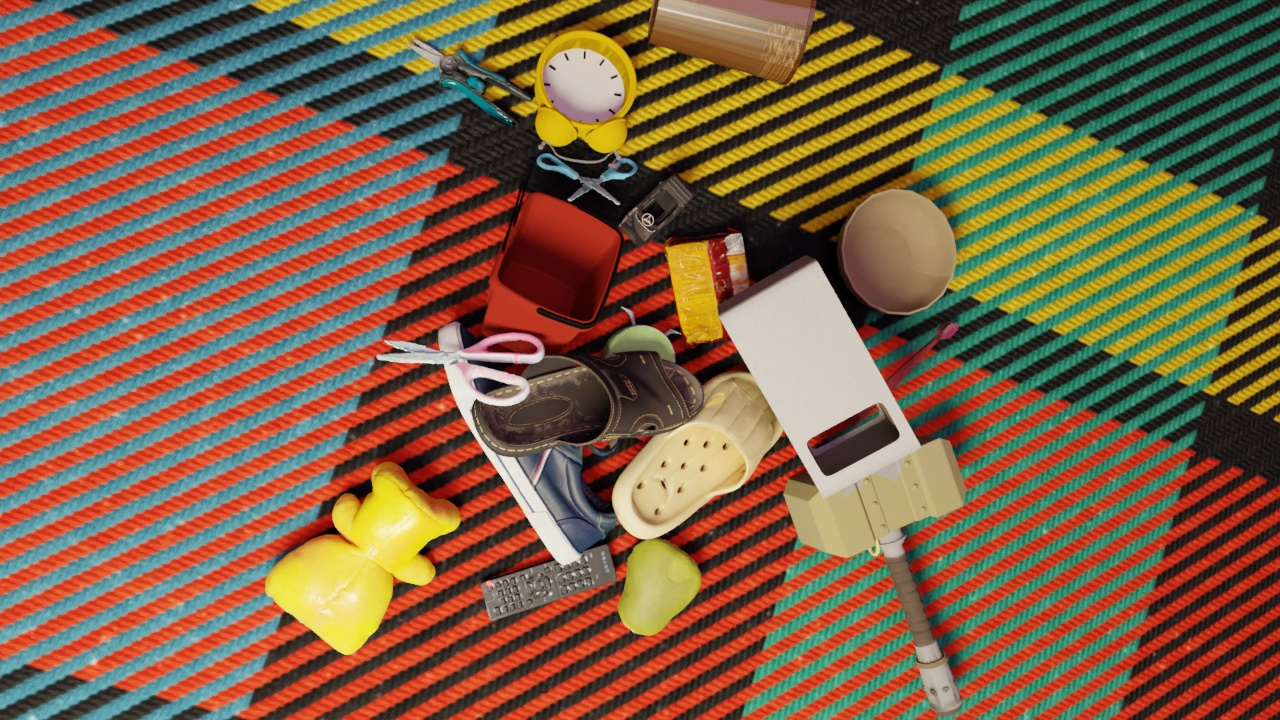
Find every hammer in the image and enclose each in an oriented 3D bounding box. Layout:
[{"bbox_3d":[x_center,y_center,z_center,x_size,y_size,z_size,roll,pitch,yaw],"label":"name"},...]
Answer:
[{"bbox_3d":[0.317,0.268,1.096,0.190,0.101,0.325,-21,94,-13],"label":"hammer"}]

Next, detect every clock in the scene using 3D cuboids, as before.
[{"bbox_3d":[-0.006,0.006,1.055,0.094,0.042,0.119,22,85,-11],"label":"clock"},{"bbox_3d":[-0.065,-0.299,1.044,0.113,0.052,0.152,5,83,-13],"label":"clock"}]

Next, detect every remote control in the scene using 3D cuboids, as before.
[{"bbox_3d":[-0.103,0.249,1.040,0.150,0.022,0.047,-15,93,-11],"label":"remote control"}]

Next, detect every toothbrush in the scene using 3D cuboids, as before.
[{"bbox_3d":[0.329,0.016,1.146,0.189,0.016,0.016,-42,99,-11],"label":"toothbrush"}]

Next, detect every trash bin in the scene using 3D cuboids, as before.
[{"bbox_3d":[0.191,0.014,1.007,0.114,0.114,0.229,-30,96,8],"label":"trash bin"}]

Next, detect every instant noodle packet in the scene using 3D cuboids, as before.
[{"bbox_3d":[0.083,-0.088,1.079,0.098,0.040,0.135,-12,91,-16],"label":"instant noodle packet"}]

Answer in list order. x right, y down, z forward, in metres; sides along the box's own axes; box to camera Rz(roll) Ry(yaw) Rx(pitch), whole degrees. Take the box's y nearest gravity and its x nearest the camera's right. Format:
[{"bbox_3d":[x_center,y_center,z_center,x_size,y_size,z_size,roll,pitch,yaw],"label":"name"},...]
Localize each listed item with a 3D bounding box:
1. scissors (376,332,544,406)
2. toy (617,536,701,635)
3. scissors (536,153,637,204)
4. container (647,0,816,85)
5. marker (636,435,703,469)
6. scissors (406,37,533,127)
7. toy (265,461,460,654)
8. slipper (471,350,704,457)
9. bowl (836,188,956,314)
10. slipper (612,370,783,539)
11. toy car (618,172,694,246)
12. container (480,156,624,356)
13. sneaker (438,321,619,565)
[{"bbox_3d":[-0.187,0.009,0.911,0.179,0.016,0.102,2,48,3],"label":"scissors"},{"bbox_3d":[0.015,0.262,1.051,0.090,0.051,0.110,34,84,-8],"label":"toy"},{"bbox_3d":[-0.063,-0.210,1.030,0.134,0.134,0.015,21,123,15],"label":"scissors"},{"bbox_3d":[0.100,-0.398,1.049,0.167,0.132,0.132,9,87,-7],"label":"container"},{"bbox_3d":[0.056,0.116,1.083,0.142,0.013,0.012,29,83,-11],"label":"marker"},{"bbox_3d":[-0.191,-0.311,1.030,0.127,0.019,0.142,-18,91,-12],"label":"scissors"},{"bbox_3d":[-0.283,0.209,0.966,0.134,0.087,0.193,45,79,-12],"label":"toy"},{"bbox_3d":[-0.043,0.037,0.948,0.267,0.076,0.113,-9,62,-32],"label":"slipper"},{"bbox_3d":[0.306,-0.130,1.126,0.152,0.050,0.152,0,89,-13],"label":"bowl"},{"bbox_3d":[0.078,0.098,1.026,0.260,0.079,0.111,-38,97,-27],"label":"slipper"},{"bbox_3d":[0.018,-0.172,1.053,0.092,0.037,0.040,-40,101,22],"label":"toy car"},{"bbox_3d":[-0.088,-0.103,0.942,0.127,0.201,0.147,24,54,-11],"label":"container"},{"bbox_3d":[-0.107,0.071,1.000,0.127,0.120,0.294,-32,99,1],"label":"sneaker"}]
